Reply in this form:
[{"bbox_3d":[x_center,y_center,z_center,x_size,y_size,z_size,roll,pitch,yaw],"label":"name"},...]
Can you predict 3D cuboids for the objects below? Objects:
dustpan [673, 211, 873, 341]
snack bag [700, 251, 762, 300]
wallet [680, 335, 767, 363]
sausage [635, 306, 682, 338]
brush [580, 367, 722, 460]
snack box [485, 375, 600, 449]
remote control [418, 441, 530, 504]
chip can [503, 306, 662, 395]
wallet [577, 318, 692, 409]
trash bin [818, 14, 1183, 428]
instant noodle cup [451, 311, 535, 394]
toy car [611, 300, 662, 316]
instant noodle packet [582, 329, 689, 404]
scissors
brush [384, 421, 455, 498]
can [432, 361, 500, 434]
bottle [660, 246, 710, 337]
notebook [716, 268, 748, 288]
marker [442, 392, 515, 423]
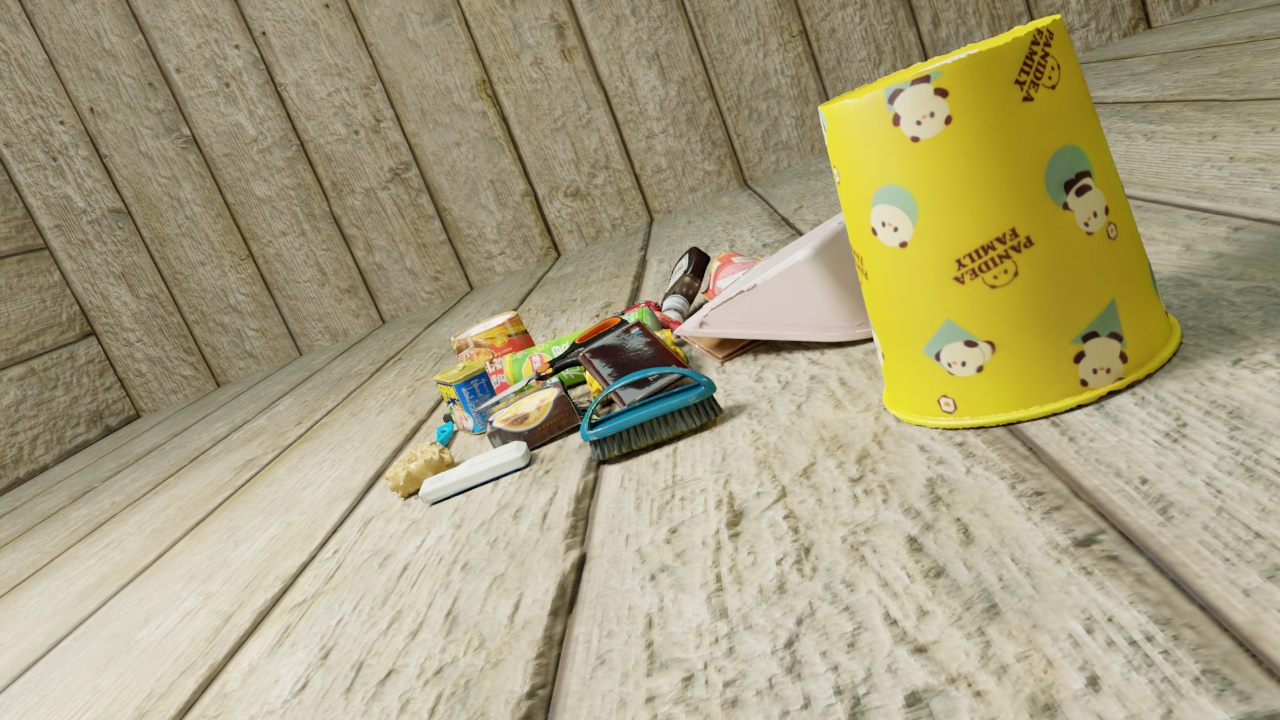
[{"bbox_3d":[0.207,-0.070,1.072,0.221,0.139,0.274,-39,6,-39],"label":"dustpan"},{"bbox_3d":[0.160,-0.101,1.288,0.128,0.073,0.208,-30,22,-5],"label":"snack bag"},{"bbox_3d":[0.121,-0.042,1.148,0.115,0.020,0.101,-29,30,-17],"label":"wallet"},{"bbox_3d":[0.039,-0.050,1.270,0.020,0.020,0.156,-28,34,-26],"label":"sausage"},{"bbox_3d":[0.006,0.046,0.910,0.144,0.073,0.055,-21,9,3],"label":"brush"},{"bbox_3d":[-0.120,0.066,1.099,0.125,0.053,0.113,-28,14,-4],"label":"snack box"},{"bbox_3d":[-0.183,0.123,1.017,0.125,0.024,0.049,-22,13,0],"label":"remote control"},{"bbox_3d":[-0.075,-0.009,1.262,0.221,0.072,0.072,-18,14,13],"label":"chip can"},{"bbox_3d":[-0.008,0.006,1.090,0.096,0.020,0.122,-32,44,-12],"label":"wallet"},{"bbox_3d":[0.267,-0.111,0.723,0.230,0.255,0.229,-21,13,5],"label":"trash bin"},{"bbox_3d":[-0.218,-0.006,1.399,0.138,0.108,0.137,-21,13,5],"label":"instant noodle cup"},{"bbox_3d":[-0.005,-0.056,1.381,0.045,0.053,0.120,11,25,30],"label":"toy car"},{"bbox_3d":[-0.007,0.007,1.154,0.128,0.044,0.110,-26,20,-2],"label":"instant noodle packet"},{"bbox_3d":[-0.113,0.005,1.192,0.235,0.022,0.124,-20,29,11],"label":"scissors"},{"bbox_3d":[-0.263,0.115,1.161,0.083,0.046,0.254,-26,9,0],"label":"brush"},{"bbox_3d":[-0.231,0.051,1.247,0.057,0.083,0.102,-28,14,-25],"label":"can"},{"bbox_3d":[0.061,-0.099,1.380,0.080,0.044,0.194,-50,11,35],"label":"bottle"},{"bbox_3d":[0.219,-0.100,1.166,0.150,0.012,0.209,-27,30,-25],"label":"notebook"},{"bbox_3d":[-0.228,0.069,1.315,0.131,0.018,0.022,-16,10,25],"label":"marker"}]
